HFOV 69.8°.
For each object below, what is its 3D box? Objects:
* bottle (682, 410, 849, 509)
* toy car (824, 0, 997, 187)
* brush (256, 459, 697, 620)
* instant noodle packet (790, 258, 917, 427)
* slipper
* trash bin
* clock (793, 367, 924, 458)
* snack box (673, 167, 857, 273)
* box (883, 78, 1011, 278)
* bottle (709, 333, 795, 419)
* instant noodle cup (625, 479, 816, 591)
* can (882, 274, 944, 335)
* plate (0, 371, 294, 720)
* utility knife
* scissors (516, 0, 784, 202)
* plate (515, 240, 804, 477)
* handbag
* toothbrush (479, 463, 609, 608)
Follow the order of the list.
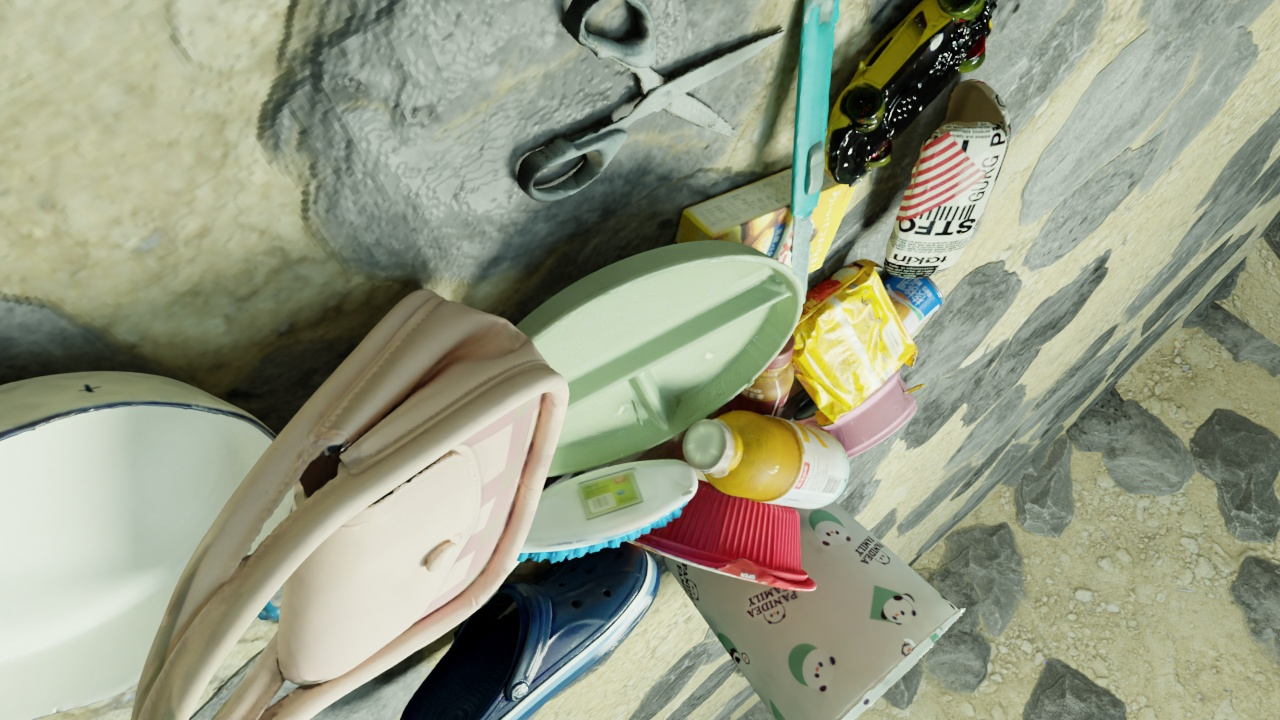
[{"bbox_3d":[0.099,0.077,0.715,0.068,0.068,0.189,-51,145,16],"label":"bottle"},{"bbox_3d":[0.166,-0.179,0.577,0.156,0.041,0.071,-49,153,3],"label":"toy car"},{"bbox_3d":[-0.099,0.122,0.634,0.314,0.060,0.110,-14,167,-19],"label":"brush"},{"bbox_3d":[0.176,-0.014,0.791,0.110,0.044,0.128,-36,126,-2],"label":"instant noodle packet"},{"bbox_3d":[-0.100,0.225,0.759,0.252,0.105,0.095,-40,127,-21],"label":"slipper"},{"bbox_3d":[0.173,0.253,0.991,0.229,0.252,0.230,-33,153,-20],"label":"trash bin"},{"bbox_3d":[0.202,0.060,0.917,0.158,0.060,0.117,-34,-178,3],"label":"clock"},{"bbox_3d":[0.079,-0.080,0.616,0.140,0.034,0.087,-27,150,-32],"label":"snack box"},{"bbox_3d":[0.235,-0.139,0.713,0.076,0.087,0.163,0,143,2],"label":"box"},{"bbox_3d":[0.091,0.036,0.775,0.057,0.057,0.175,-29,150,-27],"label":"bottle"},{"bbox_3d":[0.067,0.142,0.801,0.193,0.194,0.066,24,81,-62],"label":"instant noodle cup"},{"bbox_3d":[0.217,-0.027,0.860,0.134,0.053,0.053,-43,154,0],"label":"can"},{"bbox_3d":[-0.249,0.083,0.386,0.204,0.045,0.205,-32,151,-20],"label":"plate"},{"bbox_3d":[0.103,-0.121,0.555,0.029,0.013,0.223,-27,136,-25],"label":"utility knife"},{"bbox_3d":[0.008,-0.136,0.460,0.180,0.014,0.159,-41,156,-10],"label":"scissors"},{"bbox_3d":[-0.003,0.003,0.580,0.230,0.027,0.231,-22,153,-12],"label":"plate"},{"bbox_3d":[-0.137,0.094,0.425,0.233,0.093,0.194,-47,163,-50],"label":"handbag"},{"bbox_3d":[-0.076,0.129,0.732,0.180,0.016,0.016,-48,151,5],"label":"toothbrush"}]
